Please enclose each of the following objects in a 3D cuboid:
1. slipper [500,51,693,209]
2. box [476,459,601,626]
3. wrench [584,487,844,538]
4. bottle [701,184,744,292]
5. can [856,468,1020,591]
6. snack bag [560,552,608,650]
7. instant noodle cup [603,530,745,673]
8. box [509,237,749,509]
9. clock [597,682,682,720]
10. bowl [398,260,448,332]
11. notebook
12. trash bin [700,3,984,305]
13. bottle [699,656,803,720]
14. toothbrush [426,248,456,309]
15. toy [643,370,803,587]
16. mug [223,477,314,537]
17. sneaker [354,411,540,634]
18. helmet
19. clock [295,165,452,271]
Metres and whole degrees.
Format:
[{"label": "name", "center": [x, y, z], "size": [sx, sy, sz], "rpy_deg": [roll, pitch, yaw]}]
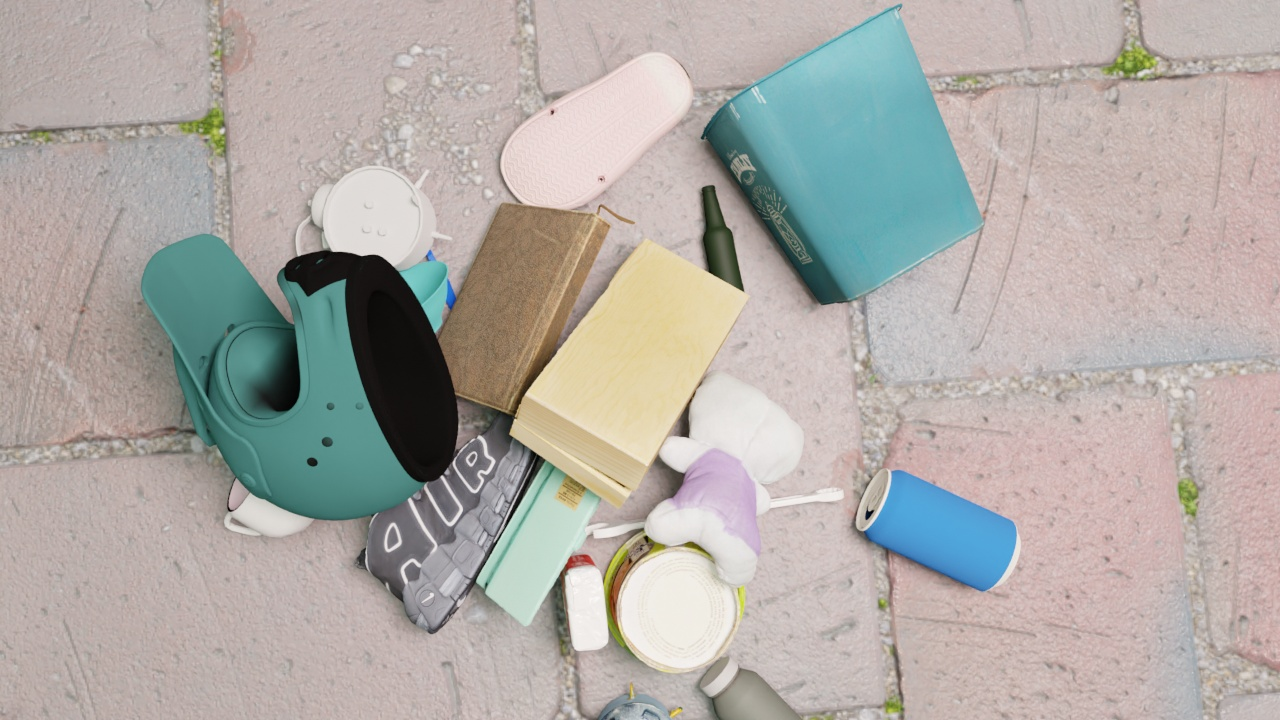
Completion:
[{"label": "slipper", "center": [-0.043, -0.236, 0.960], "size": [0.222, 0.055, 0.107], "rpy_deg": [-34, 89, 6]}, {"label": "box", "center": [-0.078, 0.159, 0.902], "size": [0.078, 0.113, 0.187], "rpy_deg": [33, 83, -44]}, {"label": "wrench", "center": [0.076, 0.156, 0.942], "size": [0.273, 0.047, 0.009], "rpy_deg": [-8, 91, -5]}, {"label": "bottle", "center": [0.083, -0.124, 0.967], "size": [0.033, 0.033, 0.123], "rpy_deg": [-11, 86, -2]}, {"label": "can", "center": [0.301, 0.171, 0.928], "size": [0.146, 0.079, 0.079], "rpy_deg": [25, 86, 0]}, {"label": "snack bag", "center": [-0.057, 0.233, 0.898], "size": [0.036, 0.116, 0.077], "rpy_deg": [-6, 86, -8]}, {"label": "instant noodle cup", "center": [0.035, 0.240, 0.908], "size": [0.146, 0.098, 0.146], "rpy_deg": [0, 86, -1]}, {"label": "box", "center": [-0.006, 0.006, 0.871], "size": [0.128, 0.092, 0.248], "rpy_deg": [27, 47, 7]}, {"label": "clock", "center": [-0.011, 0.393, 0.920], "size": [0.089, 0.052, 0.124], "rpy_deg": [26, 87, -1]}, {"label": "bowl", "center": [-0.237, -0.047, 0.932], "size": [0.121, 0.121, 0.046], "rpy_deg": [-31, 121, -3]}, {"label": "notebook", "center": [-0.111, -0.054, 0.894], "size": [0.190, 0.034, 0.215], "rpy_deg": [15, 77, 42]}, {"label": "trash bin", "center": [0.203, -0.186, 0.904], "size": [0.199, 0.196, 0.218], "rpy_deg": [-30, 93, -2]}, {"label": "bottle", "center": [0.113, 0.352, 0.921], "size": [0.060, 0.060, 0.108], "rpy_deg": [-44, 88, -4]}, {"label": "toothbrush", "center": [-0.198, -0.060, 0.969], "size": [0.016, 0.011, 0.186], "rpy_deg": [-25, 90, -3]}, {"label": "toy", "center": [0.086, 0.102, 0.890], "size": [0.137, 0.086, 0.208], "rpy_deg": [32, 48, -7]}, {"label": "mug", "center": [-0.367, 0.140, 0.918], "size": [0.076, 0.090, 0.124], "rpy_deg": [31, 120, -33]}, {"label": "sneaker", "center": [-0.201, 0.129, 0.915], "size": [0.151, 0.097, 0.252], "rpy_deg": [28, 91, 3]}, {"label": "helmet", "center": [-0.295, 0.017, 0.804], "size": [0.200, 0.176, 0.275], "rpy_deg": [-8, 122, 12]}, {"label": "clock", "center": [-0.282, -0.134, 0.938], "size": [0.159, 0.061, 0.120], "rpy_deg": [-20, 87, 8]}]
